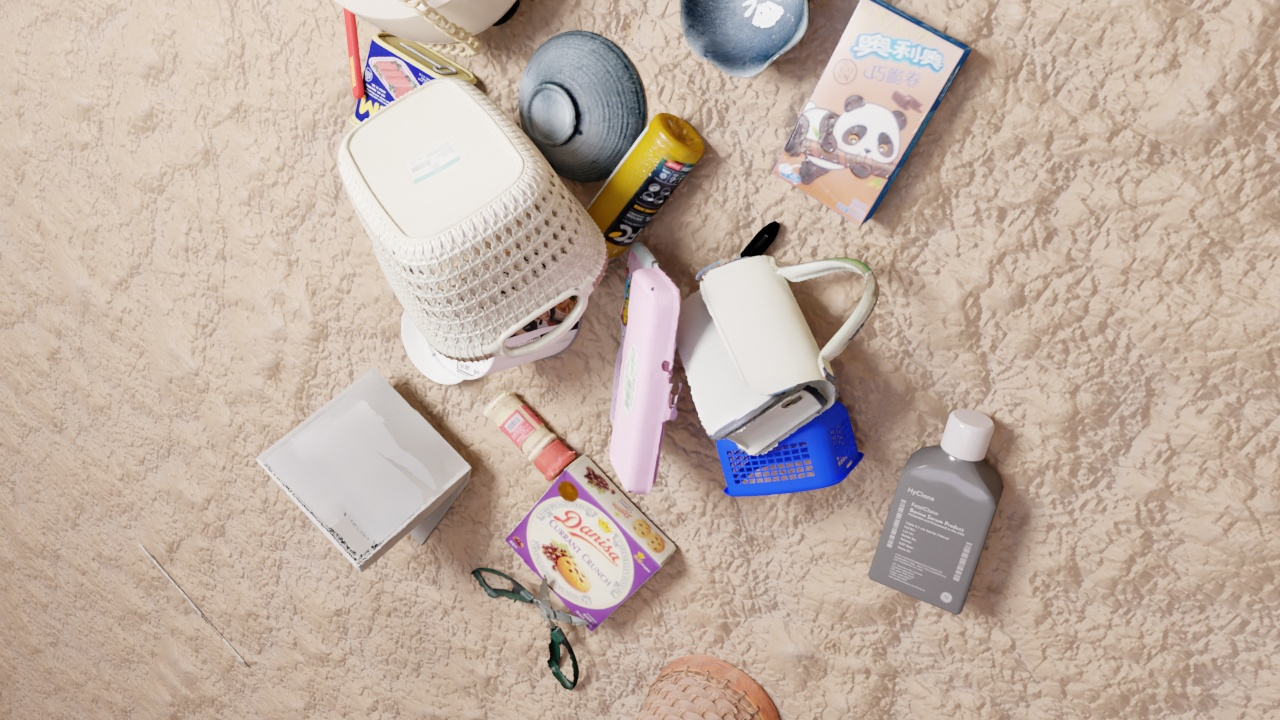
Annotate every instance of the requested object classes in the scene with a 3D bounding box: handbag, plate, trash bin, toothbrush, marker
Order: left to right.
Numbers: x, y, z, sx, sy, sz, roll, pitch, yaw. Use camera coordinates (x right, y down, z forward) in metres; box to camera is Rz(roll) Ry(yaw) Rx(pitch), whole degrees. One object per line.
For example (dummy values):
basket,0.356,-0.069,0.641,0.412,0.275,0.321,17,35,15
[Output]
toothbrush,-0.290,-0.361,0.891,0.012,0.017,0.212,-7,89,46
handbag,-0.188,-0.386,0.783,0.211,0.103,0.208,19,95,23
plate,-0.216,-0.026,1.013,0.104,0.026,0.104,12,114,27
trash bin,0.037,0.423,0.935,0.151,0.209,0.151,11,113,26
marker,0.080,-0.073,0.826,0.016,0.022,0.139,42,123,4
handbag,0.113,-0.027,0.756,0.176,0.074,0.151,-35,51,25

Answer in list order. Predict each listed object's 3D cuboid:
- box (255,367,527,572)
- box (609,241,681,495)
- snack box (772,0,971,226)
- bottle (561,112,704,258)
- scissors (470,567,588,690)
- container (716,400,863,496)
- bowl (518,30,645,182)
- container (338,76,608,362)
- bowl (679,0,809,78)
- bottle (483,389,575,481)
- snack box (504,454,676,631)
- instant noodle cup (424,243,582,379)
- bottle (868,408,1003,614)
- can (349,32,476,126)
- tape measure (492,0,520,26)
box,-0.295,0.137,1.173,0.173,0.422,0.167,-45,83,-1
box,-0.005,0.005,0.841,0.152,0.038,0.201,-126,39,-59
snack box,0.176,-0.192,0.716,0.087,0.034,0.152,35,123,14
bottle,-0.016,-0.139,0.837,0.053,0.053,0.187,47,125,6
scissors,-0.115,0.316,1.081,0.202,0.015,0.203,2,119,47
container,0.129,0.075,0.814,0.114,0.096,0.058,-11,98,33
bowl,-0.068,-0.225,0.830,0.137,0.057,0.137,11,115,26
container,-0.153,-0.129,0.800,0.246,0.184,0.143,50,171,36
bowl,0.088,-0.282,0.718,0.110,0.055,0.110,12,115,26
bottle,-0.120,0.079,0.990,0.109,0.044,0.044,45,124,8
snack box,-0.057,0.201,1.003,0.143,0.040,0.148,45,125,7
instant noodle cup,-0.142,-0.041,0.906,0.124,0.121,0.124,11,114,26
bottle,0.260,0.124,0.786,0.084,0.046,0.174,20,118,22
can,-0.224,-0.258,0.908,0.116,0.056,0.092,33,121,15
tape measure,-0.137,-0.337,0.838,0.062,0.034,0.061,-42,79,22
